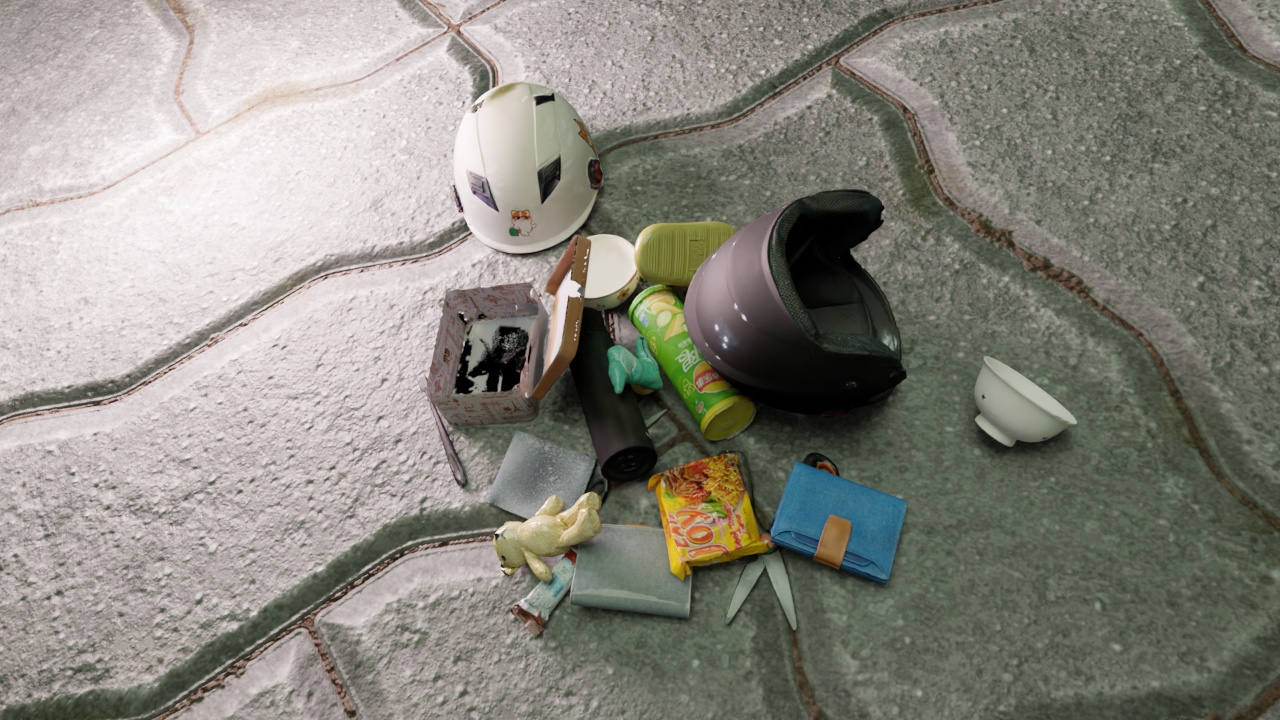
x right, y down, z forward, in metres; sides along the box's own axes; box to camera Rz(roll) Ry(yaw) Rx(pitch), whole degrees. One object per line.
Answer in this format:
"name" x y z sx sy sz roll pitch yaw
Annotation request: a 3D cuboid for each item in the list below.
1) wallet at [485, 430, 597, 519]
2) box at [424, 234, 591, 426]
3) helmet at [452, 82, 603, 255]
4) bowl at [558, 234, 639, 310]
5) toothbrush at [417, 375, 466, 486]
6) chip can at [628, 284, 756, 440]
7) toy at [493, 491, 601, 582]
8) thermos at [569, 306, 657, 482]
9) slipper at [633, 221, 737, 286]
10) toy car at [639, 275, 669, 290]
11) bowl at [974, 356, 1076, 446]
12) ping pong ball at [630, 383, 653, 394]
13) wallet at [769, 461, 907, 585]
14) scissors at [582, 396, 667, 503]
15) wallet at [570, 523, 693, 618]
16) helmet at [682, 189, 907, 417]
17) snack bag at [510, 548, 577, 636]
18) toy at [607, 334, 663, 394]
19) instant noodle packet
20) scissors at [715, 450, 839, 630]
"wallet" -0.118 0.146 1.097 0.121 0.019 0.097 17 80 25
"box" -0.150 -0.028 1.162 0.273 0.130 0.178 -22 49 34
"helmet" -0.178 -0.307 1.355 0.230 0.157 0.273 -8 55 8
"bowl" -0.053 -0.110 1.248 0.113 0.062 0.113 -5 54 7
"toothbrush" -0.256 0.090 1.185 0.015 0.018 0.181 -30 57 1
"chip can" 0.059 -0.003 1.143 0.072 0.073 0.221 -27 54 -7
"toy" -0.103 0.191 1.021 0.158 0.066 0.105 -27 49 32
"thermos" -0.050 0.030 1.127 0.068 0.090 0.242 -26 50 4
"slipper" 0.054 -0.139 1.193 0.082 0.190 0.092 16 103 46
"toy car" 0.031 -0.128 1.259 0.042 0.035 0.090 14 66 23
"bowl" 0.412 0.056 1.020 0.118 0.118 0.065 48 115 34
"ping pong ball" 0.004 0.023 1.156 0.040 0.040 0.040 -6 55 8
"wallet" 0.215 0.175 0.995 0.133 0.040 0.106 19 58 11
"scissors" -0.044 0.111 1.124 0.166 0.014 0.162 -5 54 8
"wallet" -0.006 0.229 1.015 0.130 0.037 0.106 5 49 4
"helmet" 0.189 -0.052 1.052 0.231 0.274 0.233 -16 59 34
"snack bag" -0.097 0.255 1.027 0.045 0.026 0.105 35 70 22
"toy" -0.007 0.006 1.110 0.030 0.091 0.096 -31 55 34
"instant noodle packet" 0.073 0.169 1.011 0.111 0.044 0.128 -15 54 -1
"scissors" 0.147 0.183 1.025 0.224 0.022 0.221 -31 55 -10
